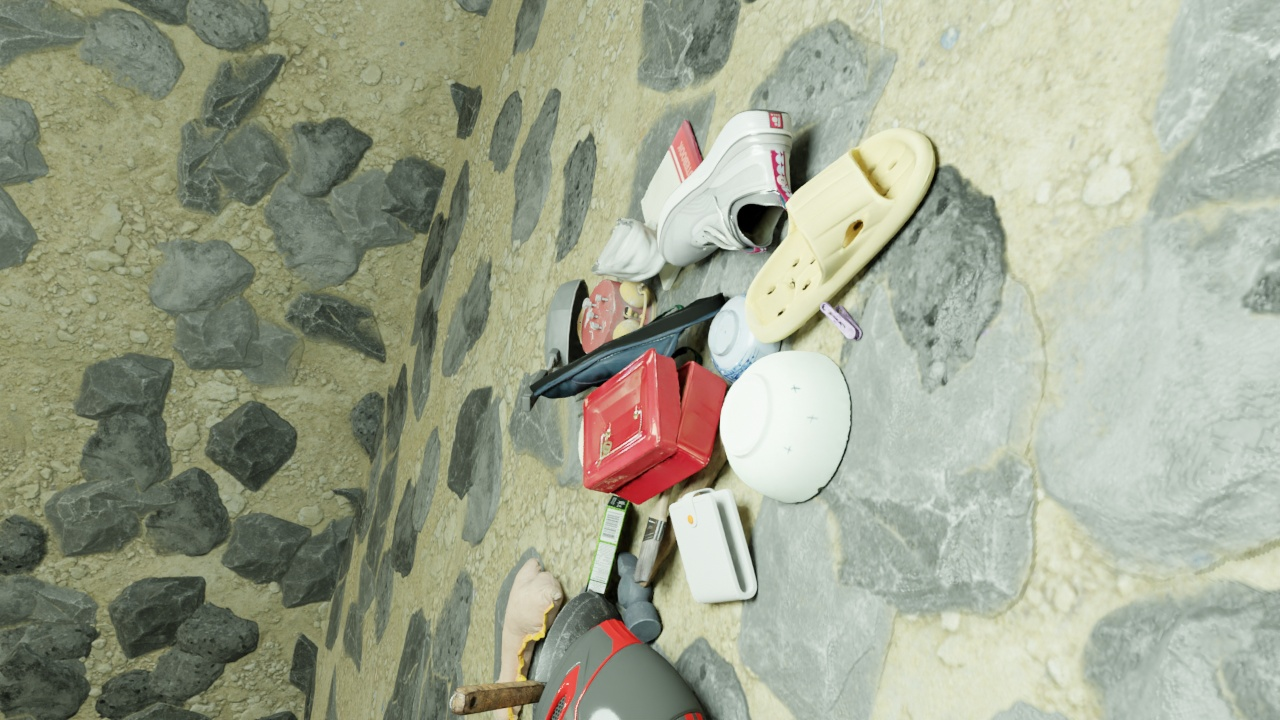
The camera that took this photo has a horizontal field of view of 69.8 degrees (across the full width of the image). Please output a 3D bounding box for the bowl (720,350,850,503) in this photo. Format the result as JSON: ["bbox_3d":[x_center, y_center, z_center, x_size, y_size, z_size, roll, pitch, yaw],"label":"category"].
[{"bbox_3d":[0.131,0.060,0.905,0.154,0.072,0.153,-39,44,51],"label":"bowl"}]

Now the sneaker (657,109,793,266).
[{"bbox_3d":[0.103,-0.161,1.055,0.264,0.096,0.128,133,132,-55],"label":"sneaker"}]

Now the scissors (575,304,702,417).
[{"bbox_3d":[-0.003,0.025,1.178,0.210,0.015,0.142,-44,41,6],"label":"scissors"}]

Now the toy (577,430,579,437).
[{"bbox_3d":[-0.062,0.098,1.341,0.049,0.030,0.112,64,145,12],"label":"toy"}]

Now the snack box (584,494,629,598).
[{"bbox_3d":[-0.046,0.255,1.195,0.080,0.025,0.147,-23,-53,-86],"label":"snack box"}]

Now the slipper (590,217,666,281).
[{"bbox_3d":[-0.014,-0.153,1.275,0.112,0.074,0.247,-48,14,-3],"label":"slipper"}]

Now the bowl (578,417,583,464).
[{"bbox_3d":[-0.032,0.099,1.238,0.116,0.062,0.115,-40,44,52],"label":"bowl"}]

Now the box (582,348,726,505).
[{"bbox_3d":[0.016,0.082,1.052,0.158,0.112,0.134,-35,42,46],"label":"box"}]

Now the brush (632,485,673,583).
[{"bbox_3d":[0.020,0.187,1.066,0.039,0.012,0.151,-7,65,70],"label":"brush"}]

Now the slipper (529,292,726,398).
[{"bbox_3d":[-0.007,0.007,1.113,0.083,0.266,0.108,66,-169,-4],"label":"slipper"}]

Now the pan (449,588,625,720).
[{"bbox_3d":[-0.090,0.354,0.987,0.040,0.356,0.207,2,78,24],"label":"pan"}]

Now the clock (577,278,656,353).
[{"bbox_3d":[-0.034,-0.059,1.296,0.159,0.081,0.117,-14,65,62],"label":"clock"}]

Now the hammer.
[{"bbox_3d":[0.051,0.171,1.066,0.322,0.040,0.129,-63,24,26],"label":"hammer"}]

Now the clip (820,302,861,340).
[{"bbox_3d":[0.189,-0.040,0.880,0.014,0.042,0.052,-60,16,30],"label":"clip"}]

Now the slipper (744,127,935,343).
[{"bbox_3d":[0.169,-0.126,0.893,0.262,0.079,0.111,-53,32,33],"label":"slipper"}]

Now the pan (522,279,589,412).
[{"bbox_3d":[-0.124,-0.006,1.310,0.356,0.041,0.179,-69,-18,-69],"label":"pan"}]

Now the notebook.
[{"bbox_3d":[0.050,-0.220,1.281,0.153,0.012,0.208,-59,29,37],"label":"notebook"}]

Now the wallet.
[{"bbox_3d":[0.069,0.199,0.981,0.116,0.037,0.118,-31,71,57],"label":"wallet"}]

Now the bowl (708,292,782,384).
[{"bbox_3d":[0.108,-0.027,1.025,0.115,0.045,0.114,-40,43,52],"label":"bowl"}]

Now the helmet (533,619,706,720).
[{"bbox_3d":[-0.012,0.414,0.923,0.170,0.164,0.264,13,83,36],"label":"helmet"}]

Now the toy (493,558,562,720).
[{"bbox_3d":[-0.175,0.436,1.376,0.196,0.065,0.264,-166,88,-70],"label":"toy"}]
